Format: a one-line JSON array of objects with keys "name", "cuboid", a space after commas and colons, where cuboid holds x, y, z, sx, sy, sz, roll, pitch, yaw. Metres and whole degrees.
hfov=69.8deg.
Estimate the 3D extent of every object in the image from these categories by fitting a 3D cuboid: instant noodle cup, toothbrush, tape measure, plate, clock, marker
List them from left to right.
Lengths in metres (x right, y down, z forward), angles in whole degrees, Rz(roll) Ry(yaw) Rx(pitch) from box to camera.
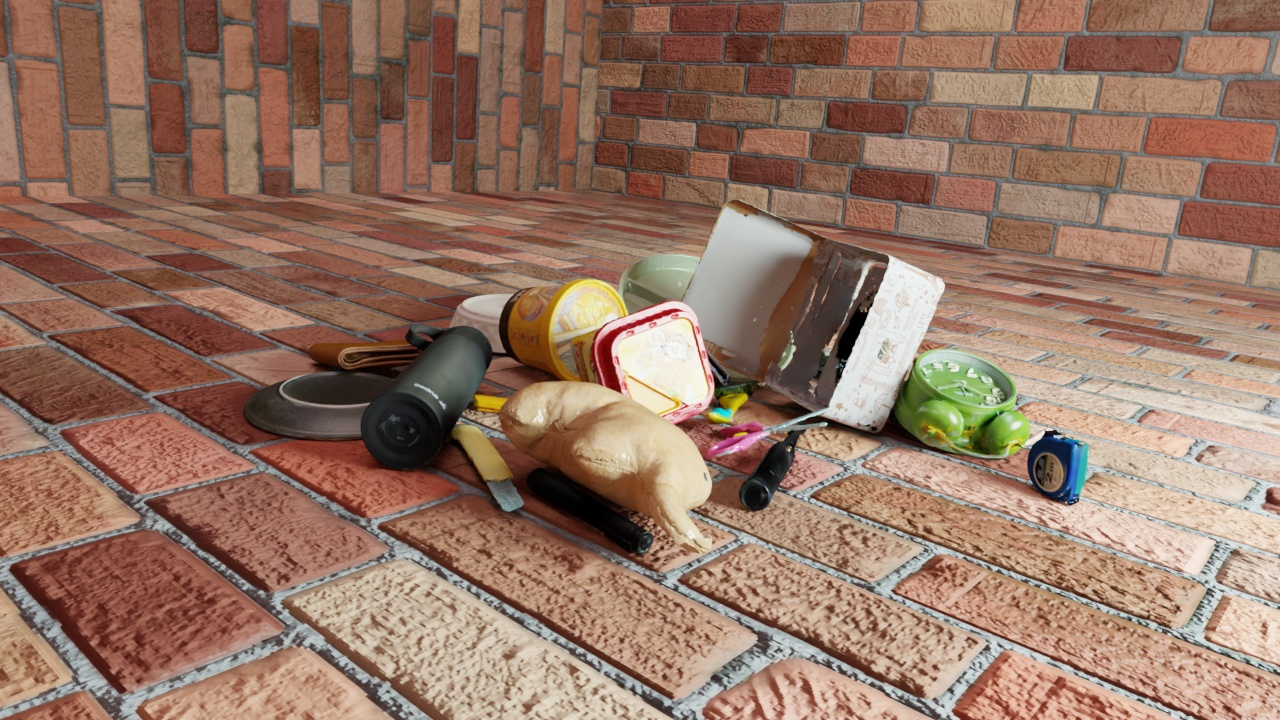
[{"name": "plate", "cuboid": [-0.289, 0.036, 0.887, 0.179, 0.024, 0.179, 4, 15, -1]}, {"name": "plate", "cuboid": [-0.151, -0.051, 1.217, 0.205, 0.045, 0.204, 3, 15, -1]}, {"name": "marker", "cuboid": [-0.105, 0.049, 0.912, 0.124, 0.015, 0.018, 7, 16, 2]}, {"name": "instant noodle cup", "cuboid": [-0.092, -0.035, 1.051, 0.118, 0.118, 0.115, -9, 12, -42]}, {"name": "marker", "cuboid": [-0.041, 0.111, 0.684, 0.022, 0.020, 0.132, -26, 31, -34]}, {"name": "instant noodle cup", "cuboid": [-0.005, 0.005, 0.911, 0.115, 0.116, 0.124, -21, 13, -24]}, {"name": "plate", "cuboid": [0.079, -0.051, 1.127, 0.230, 0.028, 0.229, 13, 41, -12]}, {"name": "toothbrush", "cuboid": [0.124, 0.086, 0.818, 0.026, 0.027, 0.212, 52, 22, 3]}, {"name": "clock", "cuboid": [0.318, 0.047, 0.912, 0.116, 0.056, 0.161, 7, 34, -2]}, {"name": "tape measure", "cuboid": [0.366, 0.092, 0.802, 0.025, 0.058, 0.054, -1, 12, -19]}]

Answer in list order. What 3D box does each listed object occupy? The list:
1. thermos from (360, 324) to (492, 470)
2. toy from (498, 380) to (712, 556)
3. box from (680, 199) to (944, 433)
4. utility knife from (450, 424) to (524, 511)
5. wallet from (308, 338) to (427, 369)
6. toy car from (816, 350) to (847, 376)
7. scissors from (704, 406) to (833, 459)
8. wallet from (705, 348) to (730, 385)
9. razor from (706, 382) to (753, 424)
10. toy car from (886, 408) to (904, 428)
[{"name": "thermos", "cuboid": [-0.200, 0.020, 0.856, 0.090, 0.068, 0.242, 29, 14, -7]}, {"name": "toy", "cuboid": [-0.007, 0.077, 0.705, 0.143, 0.082, 0.226, 3, 16, -44]}, {"name": "box", "cuboid": [0.175, -0.051, 0.991, 0.272, 0.179, 0.132, 28, 8, 35]}, {"name": "utility knife", "cuboid": [-0.129, 0.083, 0.763, 0.031, 0.021, 0.208, -5, 10, -21]}, {"name": "wallet", "cuboid": [-0.289, -0.009, 1.008, 0.118, 0.035, 0.131, 0, 3, -32]}, {"name": "toy car", "cuboid": [0.238, 0.003, 1.144, 0.054, 0.037, 0.120, 1, 5, -11]}, {"name": "scissors", "cuboid": [0.116, 0.065, 0.850, 0.133, 0.017, 0.131, -19, 5, -11]}, {"name": "wallet", "cuboid": [0.027, -0.007, 1.001, 0.122, 0.020, 0.096, 1, -34, 45]}, {"name": "razor", "cuboid": [0.086, 0.048, 0.937, 0.043, 0.028, 0.132, -6, 7, 16]}, {"name": "toy car", "cuboid": [0.301, 0.050, 0.988, 0.049, 0.031, 0.106, 18, 31, 31]}]
